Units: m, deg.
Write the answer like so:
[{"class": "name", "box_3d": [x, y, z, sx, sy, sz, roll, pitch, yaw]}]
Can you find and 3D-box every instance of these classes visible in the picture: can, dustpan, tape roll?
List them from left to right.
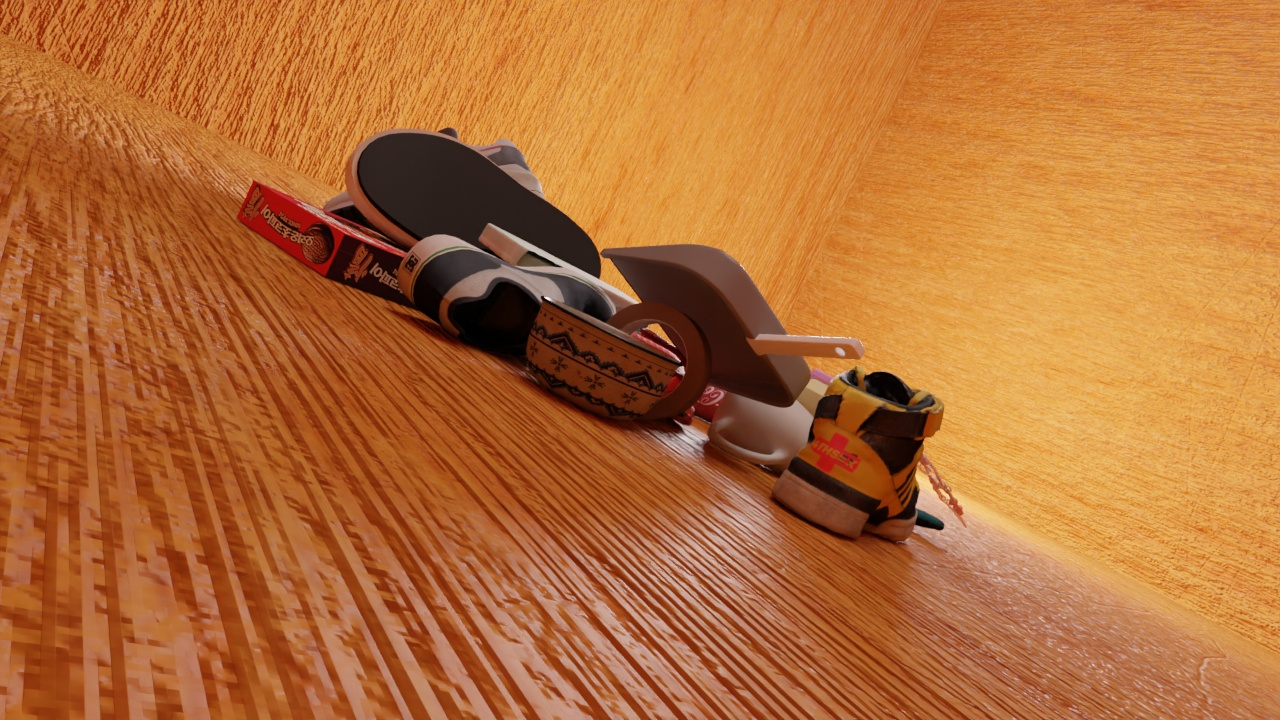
[{"class": "tape roll", "box_3d": [0.009, 0.001, 0.741, 0.094, 0.094, 0.030, 27, 4, 16]}, {"class": "can", "box_3d": [0.092, 0.047, 1.017, 0.096, 0.054, 0.054, 27, 3, 12]}, {"class": "dustpan", "box_3d": [0.080, -0.024, 0.734, 0.258, 0.033, 0.163, 5, -40, 53]}]

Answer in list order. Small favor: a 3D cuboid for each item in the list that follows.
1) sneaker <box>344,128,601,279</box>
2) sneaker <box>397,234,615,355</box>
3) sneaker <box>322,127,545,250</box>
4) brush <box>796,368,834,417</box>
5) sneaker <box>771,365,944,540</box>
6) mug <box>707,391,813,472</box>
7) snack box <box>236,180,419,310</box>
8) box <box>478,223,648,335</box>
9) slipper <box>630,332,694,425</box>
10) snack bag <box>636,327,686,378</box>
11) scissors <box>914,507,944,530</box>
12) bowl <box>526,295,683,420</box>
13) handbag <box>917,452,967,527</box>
[{"class": "sneaker", "box_3d": [-0.175, -0.134, 0.903, 0.117, 0.111, 0.293, -1, -14, 41]}, {"class": "sneaker", "box_3d": [-0.087, -0.033, 0.751, 0.079, 0.084, 0.235, 44, 16, 31]}, {"class": "sneaker", "box_3d": [-0.225, -0.191, 1.002, 0.239, 0.124, 0.089, -5, -31, -9]}, {"class": "brush", "box_3d": [0.149, 0.041, 0.901, 0.043, 0.089, 0.228, -18, 51, -44]}, {"class": "sneaker", "box_3d": [0.189, 0.074, 0.732, 0.086, 0.122, 0.238, 29, 6, 28]}, {"class": "mug", "box_3d": [0.112, 0.068, 0.837, 0.089, 0.071, 0.107, 37, 35, 26]}, {"class": "snack box", "box_3d": [-0.244, -0.093, 0.782, 0.152, 0.036, 0.132, 28, 4, 37]}, {"class": "box", "box_3d": [-0.069, -0.069, 0.873, 0.086, 0.072, 0.198, -6, -18, 35]}, {"class": "slipper", "box_3d": [-0.005, 0.005, 0.893, 0.103, 0.059, 0.249, 25, 2, -19]}, {"class": "snack bag", "box_3d": [0.006, -0.016, 1.146, 0.208, 0.066, 0.139, 29, -19, 24]}, {"class": "scissors", "box_3d": [0.237, 0.143, 0.925, 0.130, 0.019, 0.135, 20, -1, 30]}, {"class": "bowl", "box_3d": [-0.033, 0.004, 0.675, 0.115, 0.059, 0.115, 26, 3, -2]}, {"class": "handbag", "box_3d": [0.246, 0.126, 0.975, 0.187, 0.117, 0.198, 59, 9, 16]}]
